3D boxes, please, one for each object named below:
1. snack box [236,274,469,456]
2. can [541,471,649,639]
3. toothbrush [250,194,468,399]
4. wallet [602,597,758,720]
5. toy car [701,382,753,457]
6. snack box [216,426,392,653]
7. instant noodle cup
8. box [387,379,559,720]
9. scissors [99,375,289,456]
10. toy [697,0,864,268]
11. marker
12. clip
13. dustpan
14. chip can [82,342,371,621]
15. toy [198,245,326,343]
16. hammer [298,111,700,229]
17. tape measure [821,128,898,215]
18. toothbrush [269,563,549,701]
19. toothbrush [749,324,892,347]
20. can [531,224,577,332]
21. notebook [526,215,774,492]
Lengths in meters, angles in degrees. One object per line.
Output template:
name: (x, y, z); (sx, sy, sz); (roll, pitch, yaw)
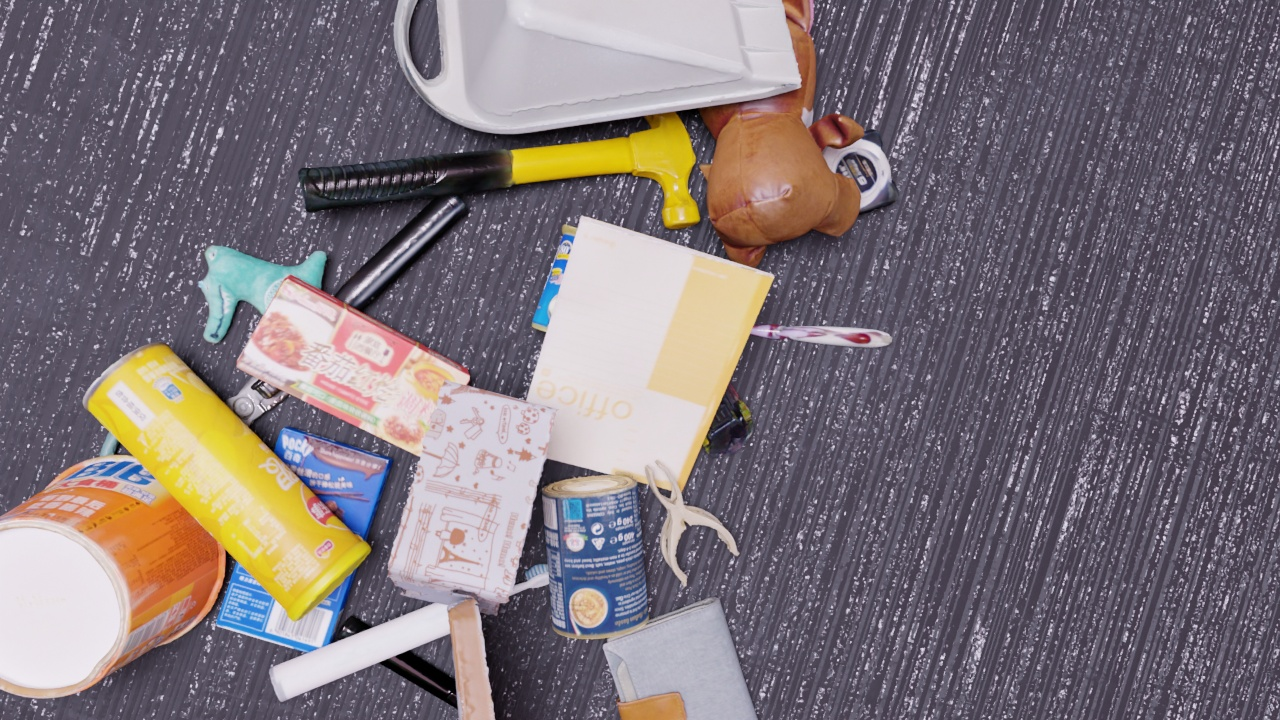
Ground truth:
snack box: (-0.212, 0.006, 0.688); (0.153, 0.025, 0.075); (31, 92, -21)
can: (-0.035, 0.147, 0.705); (0.075, 0.075, 0.111); (-5, 93, -8)
toothbrush: (-0.216, -0.051, 0.703); (0.212, 0.026, 0.027); (-46, 108, -7)
wallet: (0.034, 0.270, 0.738); (0.106, 0.037, 0.129); (-18, 92, -8)
toy car: (0.050, 0.028, 0.741); (0.049, 0.031, 0.106); (-34, 102, -4)
snack box: (-0.256, 0.137, 0.703); (0.084, 0.026, 0.157); (18, 88, -6)
instant noodle cup: (-0.383, 0.150, 0.632); (0.151, 0.111, 0.151); (0, 98, 0)
box: (-0.115, 0.165, 0.613); (0.102, 0.179, 0.260); (13, 70, -7)
scissors: (-0.339, 0.042, 0.697); (0.129, 0.019, 0.185); (29, 85, -7)
toy: (0.099, -0.181, 0.705); (0.140, 0.130, 0.199); (-17, 80, 30)
marker: (-0.177, 0.242, 0.717); (0.132, 0.022, 0.020); (35, 92, -7)
clip: (0.028, 0.136, 0.731); (0.101, 0.035, 0.096); (35, 92, -16)
dustpan: (-0.045, -0.268, 0.689); (0.257, 0.143, 0.222); (1, 69, -23)
chip can: (-0.291, 0.086, 0.651); (0.213, 0.072, 0.072); (45, 85, 0)
toy: (-0.293, -0.052, 0.697); (0.092, 0.030, 0.096); (21, 95, -2)
hammer: (-0.101, -0.147, 0.699); (0.300, 0.033, 0.128); (-11, 88, -17)
tape measure: (0.171, -0.151, 0.755); (0.066, 0.033, 0.066); (-16, 91, -10)
toothbrush: (-0.167, 0.203, 0.701); (0.220, 0.026, 0.027); (-19, 134, -17)
toothbrush: (0.118, -0.024, 0.756); (0.187, 0.017, 0.016); (4, 89, -7)
can: (-0.026, -0.049, 0.718); (0.102, 0.057, 0.083); (19, 90, -7)
notebook: (-0.004, 0.004, 0.692); (0.146, 0.010, 0.207); (16, 120, -8)
